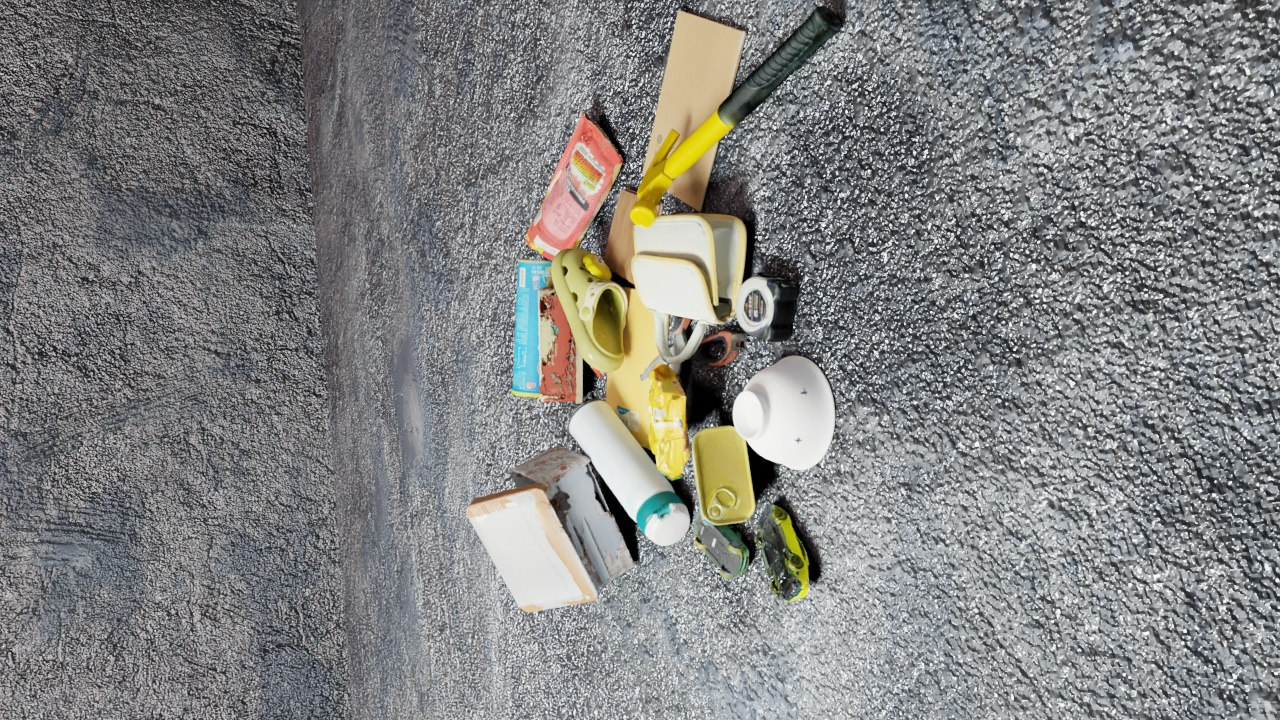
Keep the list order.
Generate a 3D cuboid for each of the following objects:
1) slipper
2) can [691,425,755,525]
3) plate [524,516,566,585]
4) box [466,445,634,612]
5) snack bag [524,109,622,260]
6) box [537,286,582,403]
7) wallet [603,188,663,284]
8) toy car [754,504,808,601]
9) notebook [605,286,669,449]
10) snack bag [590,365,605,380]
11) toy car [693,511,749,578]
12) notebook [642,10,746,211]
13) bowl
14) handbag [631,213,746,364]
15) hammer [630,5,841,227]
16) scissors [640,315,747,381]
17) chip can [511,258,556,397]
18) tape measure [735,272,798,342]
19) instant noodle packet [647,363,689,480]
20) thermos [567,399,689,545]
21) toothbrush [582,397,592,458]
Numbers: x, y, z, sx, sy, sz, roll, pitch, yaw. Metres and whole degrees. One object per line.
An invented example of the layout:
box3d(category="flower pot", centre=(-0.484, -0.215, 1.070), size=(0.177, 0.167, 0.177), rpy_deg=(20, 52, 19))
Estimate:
box3d(category="slipper", centre=(-0.053, -0.076, 1.225), size=(0.082, 0.091, 0.190), rpy_deg=(-32, 61, 28))
box3d(category="can", centre=(0.087, 0.127, 0.995), size=(0.083, 0.057, 0.102), rpy_deg=(87, 176, -78))
box3d(category="plate", centre=(-0.143, 0.257, 1.429), size=(0.193, 0.039, 0.192), rpy_deg=(8, 99, 62))
box3d(category="box", centre=(-0.125, 0.236, 1.223), size=(0.150, 0.166, 0.182), rpy_deg=(7, 121, 65))
box3d(category="snack bag", centre=(-0.096, -0.241, 1.326), size=(0.208, 0.073, 0.128), rpy_deg=(-56, 49, 37))
box3d(category="box", centre=(-0.125, -0.022, 1.336), size=(0.091, 0.078, 0.168), rpy_deg=(-173, 82, -82))
box3d(category="wallet", centre=(-0.010, -0.164, 1.219), size=(0.101, 0.020, 0.115), rpy_deg=(34, 117, 53))
box3d(category="toy car", centre=(0.149, 0.197, 0.945), size=(0.105, 0.032, 0.048), rpy_deg=(-106, 31, -45))
box3d(category="notebook", centre=(-0.007, 0.007, 1.226), size=(0.146, 0.010, 0.206), rpy_deg=(15, 104, 58))
box3d(category="snack bag", centre=(-0.065, -0.026, 1.302), size=(0.048, 0.026, 0.104), rpy_deg=(106, 157, -55))
box3d(category="toy car", centre=(0.092, 0.206, 1.035), size=(0.091, 0.036, 0.043), rpy_deg=(47, 129, 50))
box3d(category="notebook", centre=(0.060, -0.302, 1.105), size=(0.148, 0.008, 0.208), rpy_deg=(44, 128, 50))
box3d(category="bowl", centre=(0.134, 0.054, 0.933), size=(0.118, 0.064, 0.118), rpy_deg=(0, 90, 59))
box3d(category="handbag", centre=(0.047, -0.080, 1.055), size=(0.163, 0.063, 0.179), rpy_deg=(17, 107, 59))
box3d(category="hammer", centre=(0.093, -0.262, 0.977), size=(0.302, 0.033, 0.128), rpy_deg=(-36, 28, 43))
box3d(category="scissors", centre=(0.055, -0.027, 1.105), size=(0.226, 0.015, 0.189), rpy_deg=(-21, 72, 55))
box3d(category="chip can", centre=(-0.160, -0.051, 1.428), size=(0.071, 0.071, 0.210), rpy_deg=(14, 102, 59))
box3d(category="tape measure", centre=(0.132, -0.057, 0.964), size=(0.066, 0.033, 0.066), rpy_deg=(31, 115, 53))
box3d(category="instant noodle packet", centre=(0.032, 0.067, 1.049), size=(0.128, 0.044, 0.111), rpy_deg=(-103, 9, -80))
box3d(category="thermos", centre=(-0.014, 0.144, 1.179), size=(0.224, 0.073, 0.073), rpy_deg=(49, 132, 41))
box3d(category="toothbrush", centre=(-0.080, 0.147, 1.355), size=(0.014, 0.016, 0.189), rpy_deg=(20, 110, 52))
